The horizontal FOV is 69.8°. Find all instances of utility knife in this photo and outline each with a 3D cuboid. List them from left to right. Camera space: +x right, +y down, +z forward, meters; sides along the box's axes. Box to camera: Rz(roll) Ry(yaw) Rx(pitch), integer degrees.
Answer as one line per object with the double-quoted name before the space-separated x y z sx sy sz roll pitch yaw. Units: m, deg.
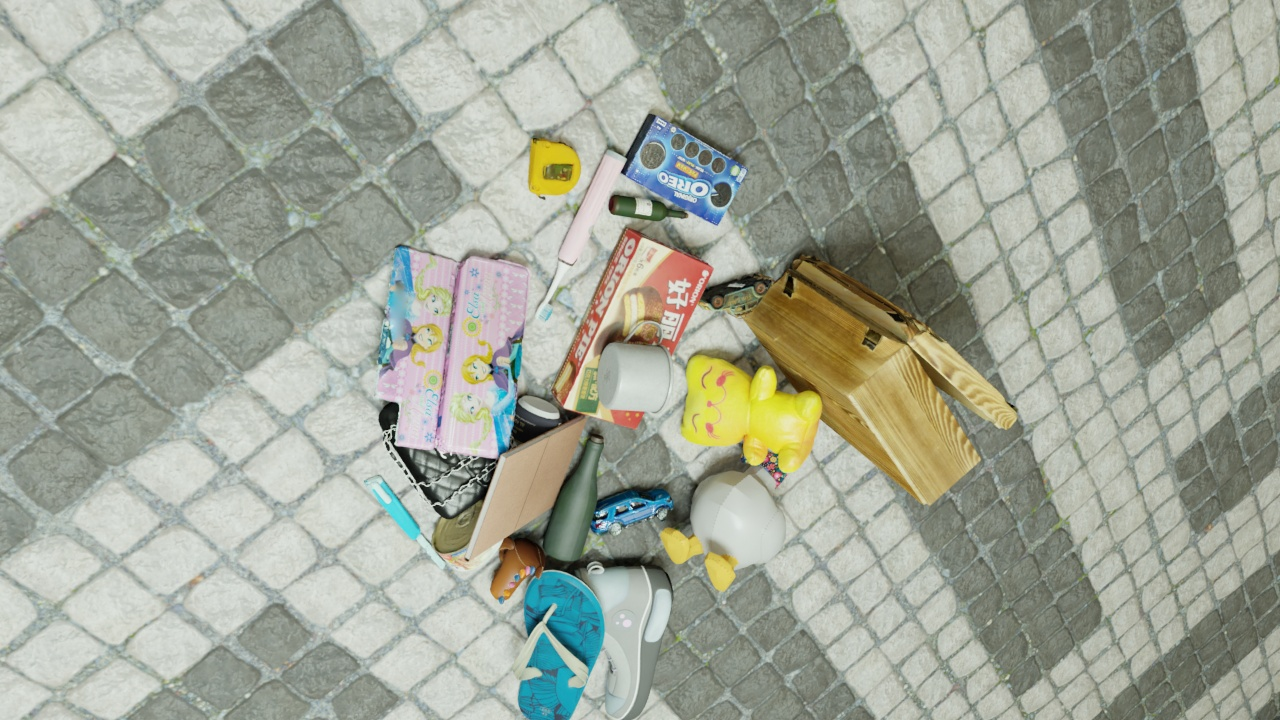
"utility knife" -0.295 0.211 1.162 0.022 0.015 0.169 -32 119 -9

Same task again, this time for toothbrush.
"toothbrush" -0.076 -0.147 1.105 0.223 0.026 0.027 -64 159 11

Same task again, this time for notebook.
"notebook" -0.136 0.151 1.125 0.208 0.008 0.141 -23 138 -66

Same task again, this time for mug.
"mug" -0.007 0.006 1.103 0.070 0.084 0.113 5 80 -23

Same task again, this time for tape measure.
"tape measure" -0.099 -0.220 1.061 0.058 0.030 0.068 0 112 -22

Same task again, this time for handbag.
"handbag" -0.219 0.094 1.068 0.125 0.115 0.153 -32 95 -8

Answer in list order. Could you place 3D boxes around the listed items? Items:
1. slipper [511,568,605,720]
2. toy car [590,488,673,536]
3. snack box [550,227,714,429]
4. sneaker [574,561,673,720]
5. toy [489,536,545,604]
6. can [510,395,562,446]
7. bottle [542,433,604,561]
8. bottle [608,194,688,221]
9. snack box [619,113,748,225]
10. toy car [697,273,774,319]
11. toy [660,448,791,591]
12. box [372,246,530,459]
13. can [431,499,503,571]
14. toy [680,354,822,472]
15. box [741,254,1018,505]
"slipper" -0.118 0.416 1.266 0.118 0.060 0.295 12 119 1
"toy car" -0.014 0.205 1.265 0.120 0.056 0.043 -16 103 -13
"snack box" -0.012 -0.038 1.159 0.113 0.060 0.236 19 103 -30
"sneaker" -0.054 0.406 1.321 0.160 0.093 0.257 9 109 -18
"toy" -0.160 0.283 1.206 0.070 0.103 0.090 34 88 -26
"can" -0.149 0.112 1.158 0.064 0.064 0.127 17 103 -29
"bottle" -0.082 0.180 1.224 0.055 0.055 0.174 11 105 -28
"bottle" 0.012 -0.185 1.128 0.106 0.025 0.025 4 109 -26
"snack box" 0.054 -0.232 1.126 0.150 0.027 0.082 22 102 -30
"toy car" 0.125 -0.080 1.210 0.111 0.047 0.047 -18 112 -16
"toy" 0.154 0.203 1.300 0.266 0.141 0.247 -42 143 -31
"box" -0.213 -0.011 1.037 0.159 0.035 0.230 11 76 -26
"can" -0.218 0.220 1.161 0.086 0.086 0.043 -38 123 -6
"toy" 0.149 0.063 1.218 0.087 0.194 0.134 -19 118 -56
"box" 0.298 0.001 1.192 0.176 0.279 0.247 -43 122 2
